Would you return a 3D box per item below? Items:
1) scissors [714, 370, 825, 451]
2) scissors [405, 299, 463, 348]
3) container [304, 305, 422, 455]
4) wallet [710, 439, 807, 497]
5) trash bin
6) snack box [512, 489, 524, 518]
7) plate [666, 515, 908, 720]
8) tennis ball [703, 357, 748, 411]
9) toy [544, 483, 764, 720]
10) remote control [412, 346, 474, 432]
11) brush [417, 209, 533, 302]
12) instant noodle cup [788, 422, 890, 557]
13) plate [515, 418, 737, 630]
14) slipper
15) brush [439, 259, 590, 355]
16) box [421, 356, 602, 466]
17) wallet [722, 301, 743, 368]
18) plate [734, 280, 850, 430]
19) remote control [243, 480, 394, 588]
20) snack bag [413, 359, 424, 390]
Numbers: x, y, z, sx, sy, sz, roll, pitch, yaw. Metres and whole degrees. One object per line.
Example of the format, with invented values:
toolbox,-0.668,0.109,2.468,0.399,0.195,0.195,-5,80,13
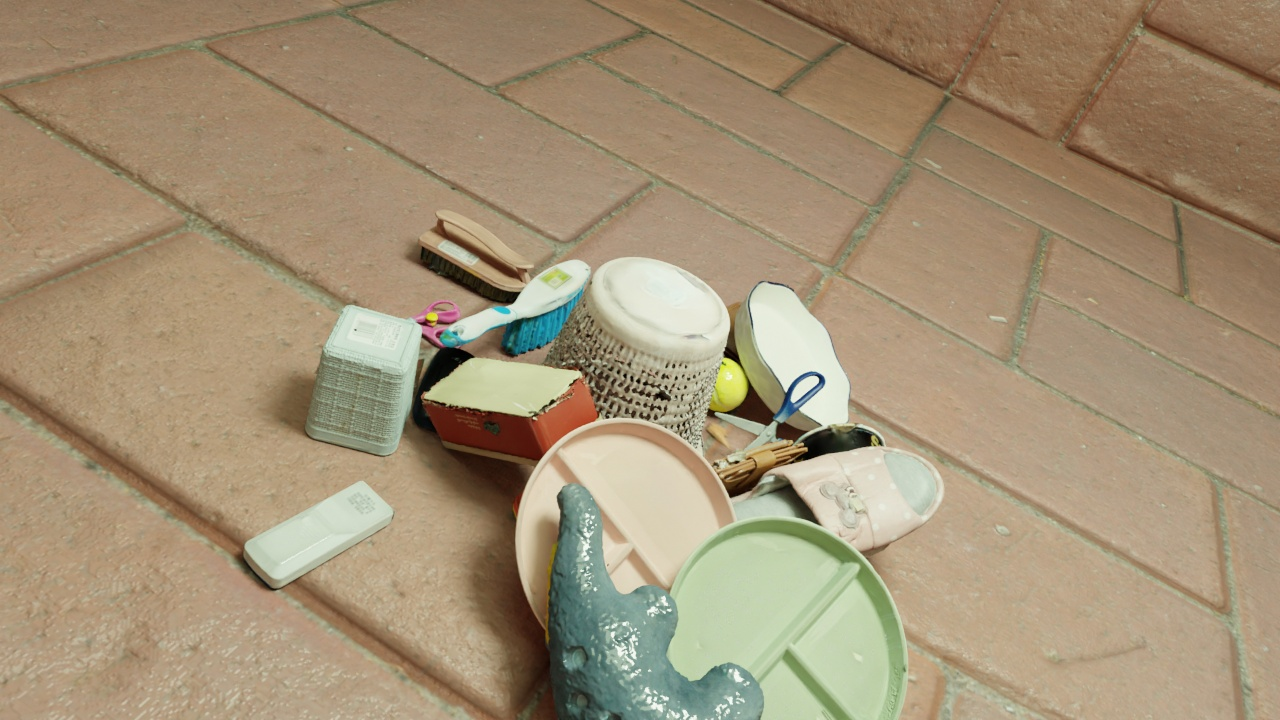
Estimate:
scissors,0.157,0.079,1.049,0.175,0.162,0.012,32,-1,-29
scissors,-0.262,-0.035,1.047,0.137,0.017,0.093,-12,55,-33
container,-0.265,0.017,0.894,0.090,0.112,0.090,16,36,-10
wallet,0.099,0.121,0.962,0.131,0.108,0.031,-13,68,-39
trash bin,-0.006,0.007,0.979,0.227,0.193,0.227,15,36,-11
snack box,-0.064,0.136,0.876,0.091,0.080,0.082,-4,44,-33
plate,0.128,0.251,0.811,0.230,0.028,0.229,7,61,-13
tennis ball,0.098,0.029,1.110,0.065,0.066,0.065,14,37,-11
toy,0.009,0.266,0.720,0.137,0.092,0.356,-33,77,-29
remote control,-0.208,0.024,0.988,0.053,0.024,0.136,19,37,-9
brush,-0.202,-0.129,1.148,0.145,0.073,0.063,30,36,7
instant noodle cup,0.224,0.147,1.002,0.111,0.111,0.120,12,45,-15
plate,-0.009,0.166,0.826,0.229,0.028,0.229,10,69,-27
slipper,0.173,0.150,0.916,0.274,0.054,0.114,-16,56,-6
brush,-0.141,-0.048,1.045,0.060,0.110,0.313,33,37,10
box,-0.129,0.040,0.892,0.169,0.077,0.091,6,36,39
wallet,0.145,-0.025,1.239,0.124,0.032,0.101,39,42,22
plate,0.189,-0.001,1.152,0.204,0.046,0.204,33,40,-33
remote control,-0.277,0.148,0.795,0.049,0.024,0.124,38,38,19
snack bag,-0.284,0.003,0.973,0.104,0.026,0.048,15,43,-12
